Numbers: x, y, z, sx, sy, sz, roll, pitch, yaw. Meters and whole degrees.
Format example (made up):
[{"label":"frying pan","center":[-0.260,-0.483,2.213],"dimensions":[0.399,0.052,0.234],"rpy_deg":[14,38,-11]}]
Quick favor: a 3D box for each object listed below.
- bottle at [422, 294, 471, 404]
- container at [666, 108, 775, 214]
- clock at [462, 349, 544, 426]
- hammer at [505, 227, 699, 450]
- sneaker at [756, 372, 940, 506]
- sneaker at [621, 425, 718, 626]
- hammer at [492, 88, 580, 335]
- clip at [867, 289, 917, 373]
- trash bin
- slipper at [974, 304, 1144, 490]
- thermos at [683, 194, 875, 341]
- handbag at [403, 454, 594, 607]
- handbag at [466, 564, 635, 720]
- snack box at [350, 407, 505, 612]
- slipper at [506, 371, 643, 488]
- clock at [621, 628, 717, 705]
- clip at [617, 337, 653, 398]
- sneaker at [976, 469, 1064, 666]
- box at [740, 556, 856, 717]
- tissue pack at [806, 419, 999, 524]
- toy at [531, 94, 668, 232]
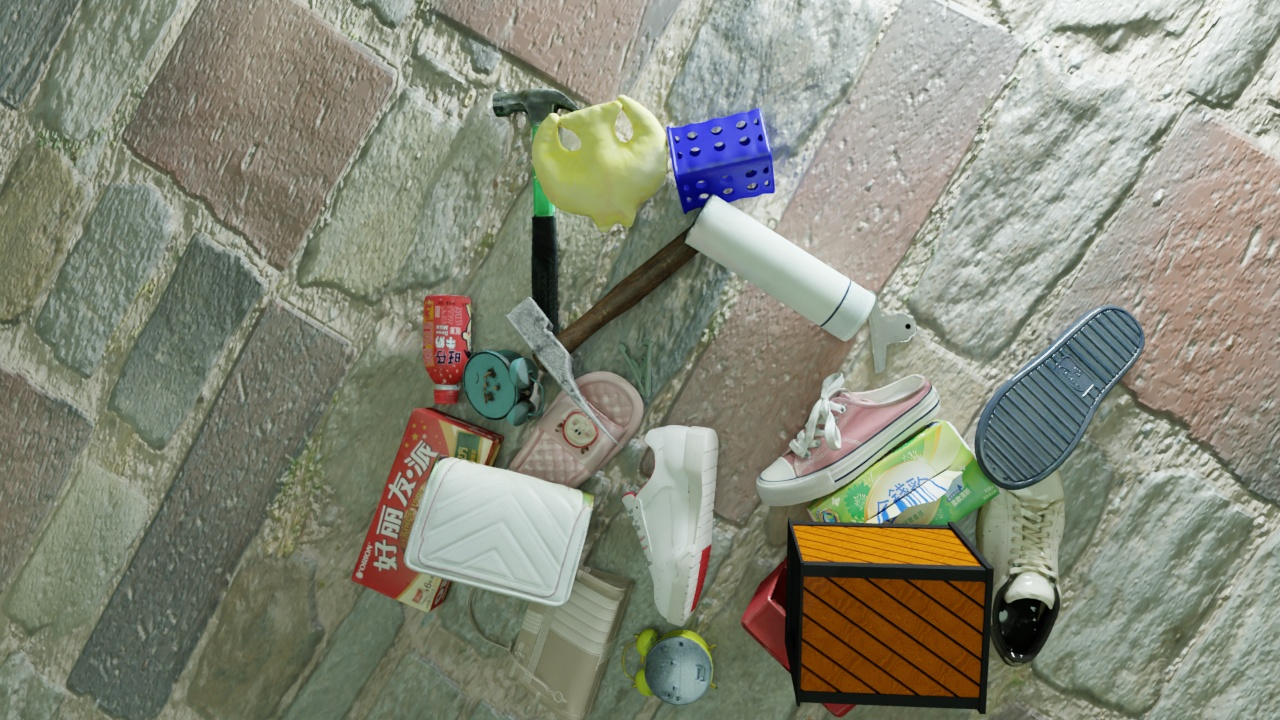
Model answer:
[{"label":"bottle","center":[-0.246,-0.013,1.168],"dimensions":[0.062,0.062,0.137],"rpy_deg":[0,90,9]},{"label":"container","center":[0.097,-0.238,1.096],"dimensions":[0.114,0.085,0.084],"rpy_deg":[-11,61,7]},{"label":"clock","center":[-0.164,0.031,1.138],"dimensions":[0.124,0.053,0.090],"rpy_deg":[18,113,29]},{"label":"hammer","center":[0.016,-0.060,1.115],"dimensions":[0.300,0.037,0.217],"rpy_deg":[-39,79,-2]},{"label":"sneaker","center":[0.230,0.080,1.070],"dimensions":[0.241,0.118,0.088],"rpy_deg":[-34,104,2]},{"label":"sneaker","center":[0.028,0.195,1.111],"dimensions":[0.104,0.090,0.236],"rpy_deg":[5,91,18]},{"label":"hammer","center":[-0.122,-0.185,1.167],"dimensions":[0.130,0.032,0.318],"rpy_deg":[0,90,9]},{"label":"clip","center":[0.300,-0.038,1.094],"dimensions":[0.054,0.043,0.101],"rpy_deg":[-8,88,22]},{"label":"trash bin","center":[0.237,0.246,0.910],"dimensions":[0.172,0.139,0.140],"rpy_deg":[1,98,4]},{"label":"slipper","center":[0.465,0.041,1.048],"dimensions":[0.101,0.083,0.263],"rpy_deg":[45,76,6]},{"label":"thermos","center":[0.163,-0.108,1.079],"dimensions":[0.230,0.068,0.068],"rpy_deg":[31,94,-2]},{"label":"handbag","center":[-0.166,0.201,1.088],"dimensions":[0.198,0.096,0.141],"rpy_deg":[17,77,-3]},{"label":"handbag","center":[-0.129,0.329,1.156],"dimensions":[0.198,0.062,0.175],"rpy_deg":[19,92,17]},{"label":"snack box","center":[-0.269,0.187,1.168],"dimensions":[0.113,0.060,0.236],"rpy_deg":[21,92,8]},{"label":"slipper","center":[-0.091,0.105,1.144],"dimensions":[0.107,0.055,0.222],"rpy_deg":[43,96,9]},{"label":"clock","center":[0.035,0.370,1.118],"dimensions":[0.119,0.057,0.083],"rpy_deg":[2,90,9]},{"label":"clip","center":[0.001,0.011,1.147],"dimensions":[0.061,0.023,0.075],"rpy_deg":[-12,85,10]},{"label":"sneaker","center":[0.429,0.228,1.033],"dimensions":[0.089,0.102,0.241],"rpy_deg":[8,89,9]},{"label":"box","center":[0.207,0.307,1.057],"dimensions":[0.157,0.137,0.127],"rpy_deg":[40,89,8]},{"label":"tissue pack","center":[0.296,0.160,1.036],"dimensions":[0.198,0.141,0.120],"rpy_deg":[-42,83,6]},{"label":"toy","center":[-0.048,-0.232,1.106],"dimensions":[0.171,0.064,0.155],"rpy_deg":[-10,111,12]}]
